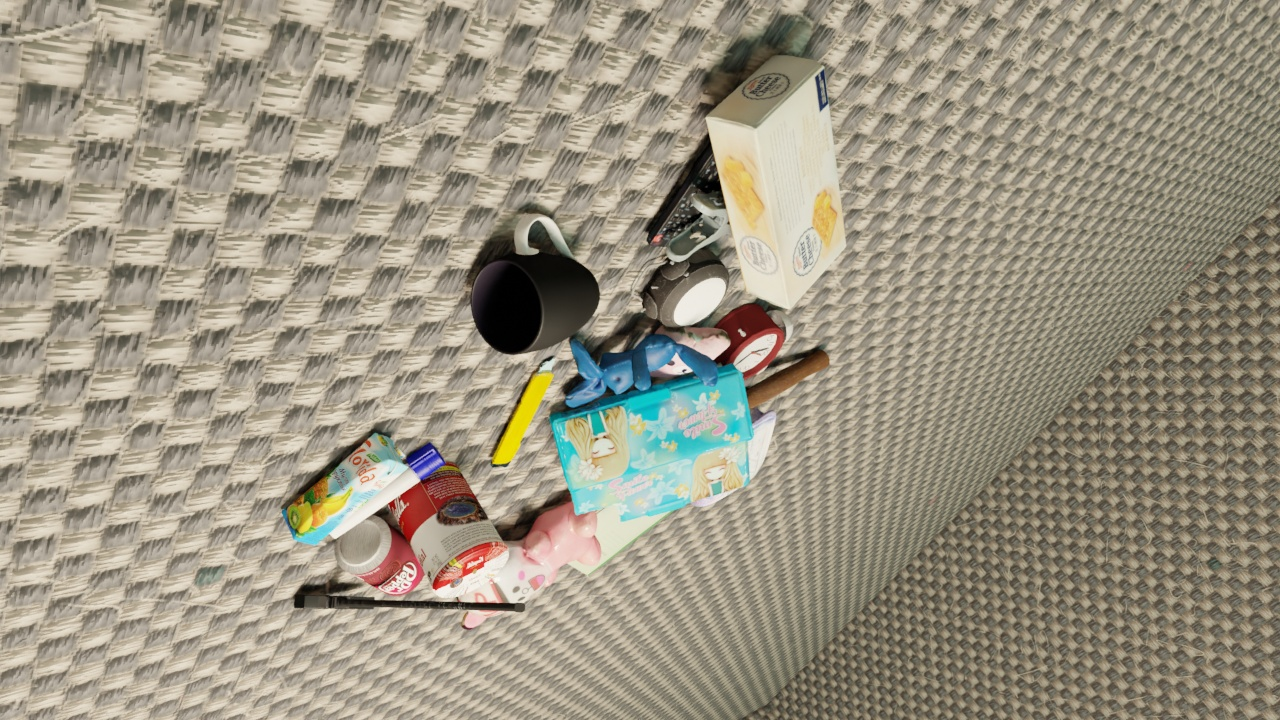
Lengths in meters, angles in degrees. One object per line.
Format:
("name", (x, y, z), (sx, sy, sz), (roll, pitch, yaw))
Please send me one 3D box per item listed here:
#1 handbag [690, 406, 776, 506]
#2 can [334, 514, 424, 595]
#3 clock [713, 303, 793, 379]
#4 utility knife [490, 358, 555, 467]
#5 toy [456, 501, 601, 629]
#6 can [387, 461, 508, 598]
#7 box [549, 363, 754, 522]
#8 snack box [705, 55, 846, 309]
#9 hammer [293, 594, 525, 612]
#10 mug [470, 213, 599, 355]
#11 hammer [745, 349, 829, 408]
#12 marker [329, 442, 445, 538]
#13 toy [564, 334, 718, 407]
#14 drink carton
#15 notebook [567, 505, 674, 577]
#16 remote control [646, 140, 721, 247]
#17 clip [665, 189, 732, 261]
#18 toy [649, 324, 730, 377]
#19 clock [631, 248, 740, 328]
("handbag", (0.118, 0.127, 1.310), (0.126, 0.069, 0.159), (-29, 148, -28))
("can", (-0.280, 0.213, 0.997), (0.063, 0.063, 0.114), (-34, 151, -7))
("clock", (0.137, -0.021, 1.144), (0.137, 0.048, 0.096), (0, 134, -47))
("utility knife", (-0.126, 0.060, 0.998), (0.030, 0.017, 0.163), (-12, 143, -47))
("toy", (-0.151, 0.261, 1.192), (0.212, 0.084, 0.142), (-29, 148, -19))
("can", (-0.205, 0.179, 0.976), (0.086, 0.116, 0.087), (-28, 150, -18))
("box", (0.022, 0.114, 1.080), (0.227, 0.056, 0.185), (-15, 117, -8))
("snack box", (0.130, -0.159, 0.845), (0.104, 0.057, 0.208), (-46, 139, -24))
("hammer", (-0.229, 0.251, 0.943), (0.326, 0.015, 0.095), (-11, 160, 39))
("mug", (-0.084, -0.070, 0.807), (0.100, 0.085, 0.119), (-19, 118, -54))
("hammer", (0.153, 0.050, 1.234), (0.322, 0.115, 0.033), (-25, 173, -40))
("marker", (-0.264, 0.134, 0.942), (0.133, 0.023, 0.027), (-35, 130, -7))
("toy", (-0.006, 0.006, 0.983), (0.176, 0.071, 0.113), (-8, 159, 9))
("drink carton", (-0.283, 0.124, 0.884), (0.129, 0.044, 0.038), (-39, 151, 4))
("notebook", (-0.008, 0.230, 1.382), (0.252, 0.010, 0.182), (-37, 152, -1))
("remote control", (0.057, -0.170, 0.871), (0.047, 0.022, 0.151), (-2, 137, -48))
("clip", (0.097, -0.160, 0.888), (0.162, 0.028, 0.108), (-32, 159, -36))
("toy", (0.043, -0.008, 1.057), (0.099, 0.052, 0.096), (7, 143, -36))
("clock", (0.049, -0.074, 0.974), (0.122, 0.043, 0.091), (-5, 137, -45))
